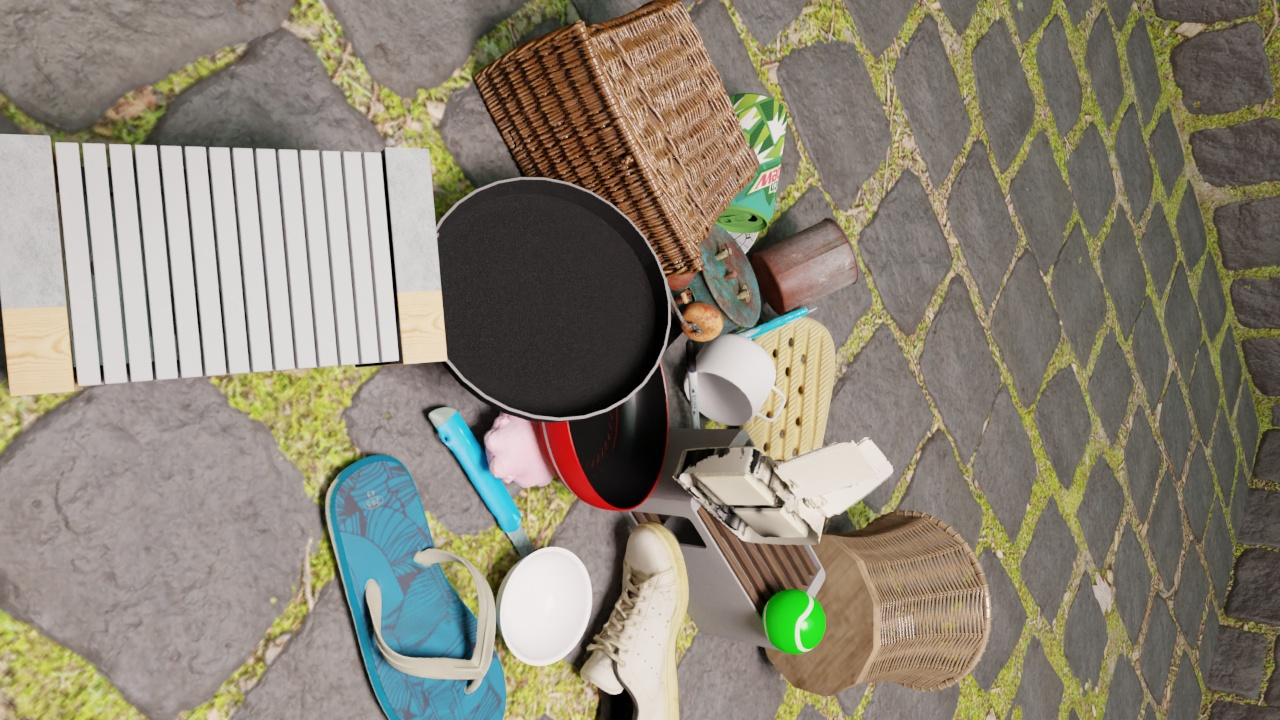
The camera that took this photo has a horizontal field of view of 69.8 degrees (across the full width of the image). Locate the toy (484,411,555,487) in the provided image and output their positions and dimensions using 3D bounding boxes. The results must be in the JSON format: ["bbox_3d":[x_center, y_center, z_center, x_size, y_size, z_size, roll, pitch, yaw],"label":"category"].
[{"bbox_3d":[-0.114,0.080,0.870,0.093,0.050,0.102,-26,109,-55],"label":"toy"}]

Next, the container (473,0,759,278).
[{"bbox_3d":[-0.005,-0.226,0.913,0.182,0.163,0.250,-45,116,-36],"label":"container"}]

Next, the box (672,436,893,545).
[{"bbox_3d":[0.140,0.118,0.871,0.145,0.186,0.065,47,32,-37],"label":"box"}]

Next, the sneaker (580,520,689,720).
[{"bbox_3d":[-0.015,0.287,0.942,0.102,0.089,0.241,0,92,-36],"label":"sneaker"}]

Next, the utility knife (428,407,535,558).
[{"bbox_3d":[-0.144,0.121,0.866,0.031,0.015,0.196,-42,117,-34],"label":"utility knife"}]

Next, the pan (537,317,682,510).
[{"bbox_3d":[-0.006,0.006,0.966,0.355,0.067,0.209,-56,133,-52],"label":"pan"}]

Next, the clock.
[{"bbox_3d":[0.074,-0.082,0.997,0.157,0.073,0.121,-31,98,-57],"label":"clock"}]

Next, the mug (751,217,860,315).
[{"bbox_3d":[0.200,-0.118,1.152,0.110,0.123,0.096,-20,103,-8],"label":"mug"}]

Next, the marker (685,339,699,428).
[{"bbox_3d":[0.060,0.040,1.033,0.011,0.011,0.152,-38,135,-39],"label":"marker"}]

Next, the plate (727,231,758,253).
[{"bbox_3d":[0.083,-0.210,1.103,0.188,0.016,0.188,3,86,-44],"label":"plate"}]

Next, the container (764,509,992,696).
[{"bbox_3d":[0.277,0.300,1.130,0.195,0.227,0.226,5,84,-37],"label":"container"}]

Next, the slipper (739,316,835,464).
[{"bbox_3d":[0.170,0.072,1.127,0.111,0.079,0.261,11,69,-2],"label":"slipper"}]

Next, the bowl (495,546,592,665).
[{"bbox_3d":[-0.101,0.233,0.883,0.109,0.041,0.110,2,87,-44],"label":"bowl"}]

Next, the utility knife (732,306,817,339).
[{"bbox_3d":[0.159,-0.043,1.114,0.022,0.118,0.015,47,21,-71],"label":"utility knife"}]

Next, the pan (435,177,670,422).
[{"bbox_3d":[-0.140,-0.080,0.794,0.356,0.034,0.224,24,65,-14],"label":"pan"}]

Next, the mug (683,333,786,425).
[{"bbox_3d":[0.113,0.027,1.055,0.115,0.094,0.067,33,56,3],"label":"mug"}]

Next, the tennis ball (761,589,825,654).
[{"bbox_3d":[0.159,0.271,0.953,0.065,0.065,0.065,3,85,-44],"label":"tennis ball"}]

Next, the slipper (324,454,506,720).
[{"bbox_3d":[-0.186,0.222,0.791,0.118,0.060,0.295,-29,108,-38],"label":"slipper"}]

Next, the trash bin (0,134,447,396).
[{"bbox_3d":[-0.276,-0.059,0.618,0.246,0.143,0.142,-5,91,-29],"label":"trash bin"}]

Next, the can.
[{"bbox_3d":[0.121,-0.228,1.069,0.083,0.083,0.144,20,74,-42],"label":"can"}]

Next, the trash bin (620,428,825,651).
[{"bbox_3d":[0.091,0.196,1.019,0.114,0.115,0.229,-49,120,-34],"label":"trash bin"}]
